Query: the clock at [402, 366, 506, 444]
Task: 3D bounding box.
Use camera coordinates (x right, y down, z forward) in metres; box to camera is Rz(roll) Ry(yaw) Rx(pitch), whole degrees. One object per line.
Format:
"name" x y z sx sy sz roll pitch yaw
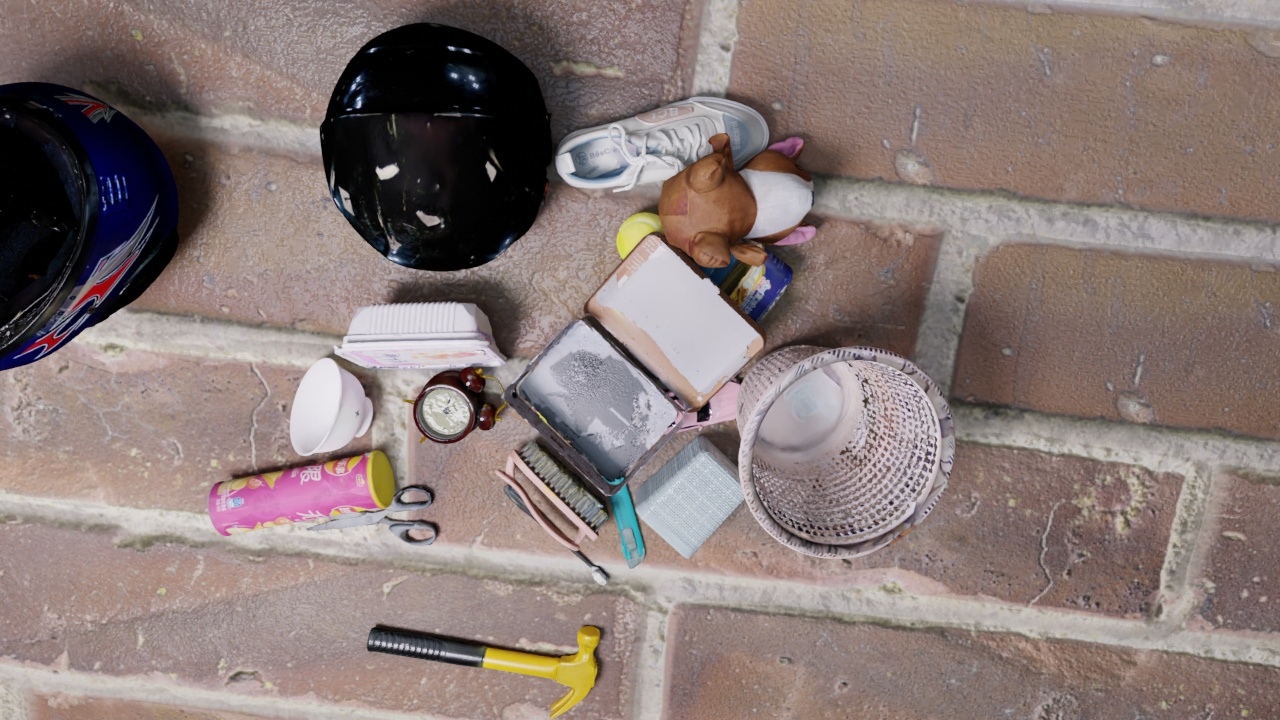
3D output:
"clock" -0.218 0.053 1.103 0.122 0.055 0.082 -17 102 9

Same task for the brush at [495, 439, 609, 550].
"brush" -0.107 0.164 1.122 0.145 0.063 0.073 44 91 -7

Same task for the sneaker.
"sneaker" 0.022 -0.237 1.006 0.242 0.090 0.089 -9 104 4

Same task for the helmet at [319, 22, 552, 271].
"helmet" -0.215 -0.206 0.964 0.233 0.229 0.275 0 123 4

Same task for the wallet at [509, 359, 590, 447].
"wallet" -0.090 0.055 1.113 0.115 0.033 0.090 28 104 -1

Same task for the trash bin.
"trash bin" 0.199 0.074 1.012 0.227 0.192 0.228 -2 105 -7

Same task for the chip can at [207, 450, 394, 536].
"chip can" -0.417 0.165 1.131 0.210 0.071 0.071 -11 103 5

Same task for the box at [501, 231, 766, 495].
"box" -0.005 0.005 1.030 0.178 0.105 0.260 43 96 -1

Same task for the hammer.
"hammer" -0.205 0.388 1.197 0.301 0.032 0.129 10 103 0

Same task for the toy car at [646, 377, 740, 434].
"toy car" 0.067 0.055 1.103 0.122 0.037 0.056 -14 104 5

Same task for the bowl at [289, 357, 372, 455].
"bowl" -0.362 0.061 1.100 0.064 0.118 0.118 19 107 -43

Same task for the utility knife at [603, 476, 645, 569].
"utility knife" -0.022 0.193 1.151 0.029 0.013 0.151 -15 103 3

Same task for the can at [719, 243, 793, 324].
"can" 0.111 -0.061 1.054 0.049 0.074 0.148 36 101 -10

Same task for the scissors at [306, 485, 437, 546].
"scissors" -0.339 0.206 1.168 0.168 0.014 0.156 -43 97 11

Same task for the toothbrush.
"toothbrush" -0.106 0.221 1.161 0.016 0.018 0.181 -43 97 14

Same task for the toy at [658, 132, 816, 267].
"toy" 0.119 -0.170 0.972 0.131 0.199 0.140 11 109 44

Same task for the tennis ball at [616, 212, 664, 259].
"tennis ball" 0.006 -0.135 1.044 0.065 0.065 0.065 1 103 2

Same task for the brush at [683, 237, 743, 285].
"brush" 0.064 -0.097 1.047 0.055 0.073 0.144 37 102 0

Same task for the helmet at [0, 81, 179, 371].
"helmet" -0.642 -0.136 0.976 0.247 0.240 0.315 35 92 -7

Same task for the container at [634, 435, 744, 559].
"container" 0.063 0.159 1.103 0.090 0.090 0.111 42 98 -8

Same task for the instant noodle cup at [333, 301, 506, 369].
"instant noodle cup" -0.248 -0.029 1.056 0.173 0.138 0.060 0 81 3
